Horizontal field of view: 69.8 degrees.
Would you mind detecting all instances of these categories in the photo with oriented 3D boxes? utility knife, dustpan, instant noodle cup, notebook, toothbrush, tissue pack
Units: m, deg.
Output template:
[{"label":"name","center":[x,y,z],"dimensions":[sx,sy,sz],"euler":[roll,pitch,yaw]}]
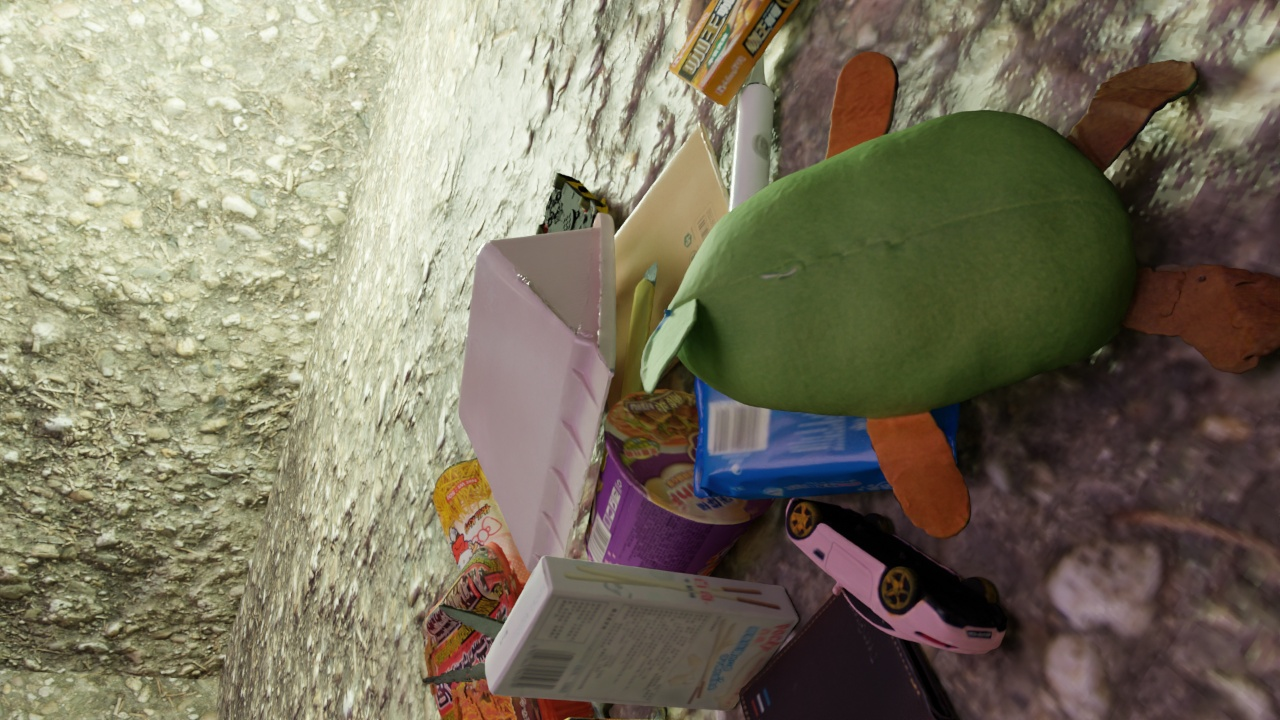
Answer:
[{"label":"utility knife","center":[-0.004,0.004,0.719],"dimensions":[0.031,0.018,0.165],"euler":[7,94,54]},{"label":"dustpan","center":[-0.039,0.012,0.674],"dimensions":[0.273,0.138,0.223],"euler":[53,138,41]},{"label":"instant noodle cup","center":[-0.105,0.258,0.735],"dimensions":[0.165,0.079,0.188],"euler":[-50,50,39]},{"label":"notebook","center":[0.013,-0.063,0.726],"dimensions":[0.208,0.008,0.147],"euler":[-48,47,45]},{"label":"instant noodle cup","center":[0.018,0.090,0.574],"dimensions":[0.111,0.111,0.099],"euler":[-110,32,-47]},{"label":"toothbrush","center":[0.080,-0.161,0.641],"dimensions":[0.026,0.026,0.220],"euler":[-15,62,47]},{"label":"tissue pack","center":[0.093,0.023,0.479],"dimensions":[0.157,0.052,0.094],"euler":[-11,65,38]}]

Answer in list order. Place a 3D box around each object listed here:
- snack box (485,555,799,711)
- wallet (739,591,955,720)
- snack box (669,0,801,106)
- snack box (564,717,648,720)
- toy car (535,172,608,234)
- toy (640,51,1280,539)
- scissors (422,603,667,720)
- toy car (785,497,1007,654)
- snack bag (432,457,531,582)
[{"label":"snack box","center":[0.002,0.154,0.508],"dimensions":[0.085,0.156,0.026],"euler":[-61,30,27]},{"label":"wallet","center":[0.099,0.176,0.465],"dimensions":[0.123,0.020,0.096],"euler":[-58,32,29]},{"label":"snack box","center":[0.083,-0.258,0.647],"dimensions":[0.154,0.026,0.075],"euler":[-55,32,15]},{"label":"snack box","center":[-0.006,0.286,0.542],"dimensions":[0.034,0.086,0.140],"euler":[-48,38,44]},{"label":"toy car","center":[-0.063,-0.133,0.890],"dimensions":[0.071,0.041,0.156],"euler":[-69,26,16]},{"label":"toy","center":[0.120,-0.039,0.395],"dimensions":[0.247,0.090,0.226],"euler":[-12,67,23]},{"label":"scissors","center":[-0.044,0.191,0.589],"dimensions":[0.159,0.174,0.014],"euler":[-36,16,-17]},{"label":"toy car","center":[0.113,0.100,0.428],"dimensions":[0.122,0.056,0.037],"euler":[34,106,60]},{"label":"snack bag","center":[-0.146,0.200,0.893],"dimensions":[0.129,0.073,0.207],"euler":[-58,40,32]}]
